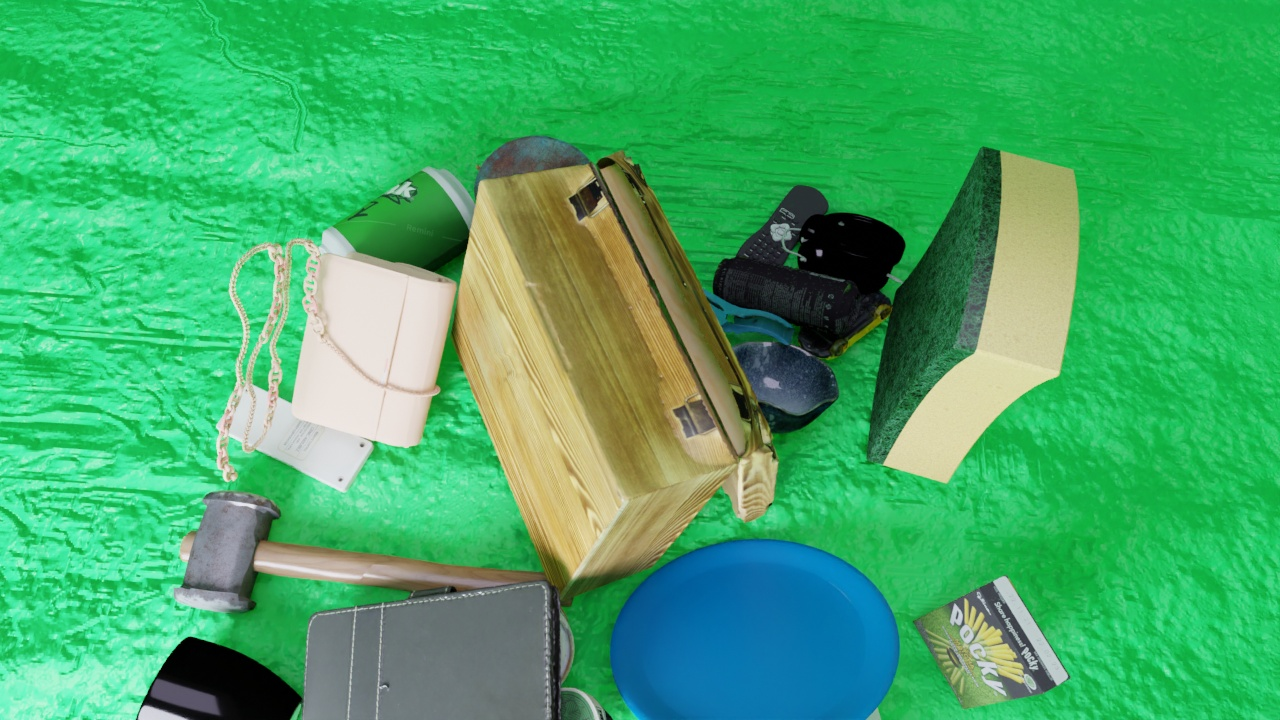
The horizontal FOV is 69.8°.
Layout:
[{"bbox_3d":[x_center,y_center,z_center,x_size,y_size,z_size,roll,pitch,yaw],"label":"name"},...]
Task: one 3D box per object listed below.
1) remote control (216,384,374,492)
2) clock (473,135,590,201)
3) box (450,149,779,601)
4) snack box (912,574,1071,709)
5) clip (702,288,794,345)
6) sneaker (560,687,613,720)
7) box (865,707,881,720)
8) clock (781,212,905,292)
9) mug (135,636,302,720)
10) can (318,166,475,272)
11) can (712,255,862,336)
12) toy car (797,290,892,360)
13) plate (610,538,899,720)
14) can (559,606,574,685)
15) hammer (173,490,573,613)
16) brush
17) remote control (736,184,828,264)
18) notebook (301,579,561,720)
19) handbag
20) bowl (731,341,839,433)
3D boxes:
[{"bbox_3d":[-0.314,0.070,0.835,0.136,0.011,0.050,24,66,8],"label":"remote control"},{"bbox_3d":[-0.097,-0.149,0.914,0.121,0.073,0.157,-20,69,-12],"label":"clock"},{"bbox_3d":[-0.002,0.001,0.752,0.220,0.259,0.279,-14,65,-23],"label":"box"},{"bbox_3d":[0.270,0.225,0.722,0.025,0.148,0.080,-22,69,-13],"label":"snack box"},{"bbox_3d":[0.093,-0.034,0.861,0.119,0.033,0.120,0,37,-6],"label":"clip"},{"bbox_3d":[-0.129,0.319,0.706,0.235,0.079,0.084,-20,58,6],"label":"sneaker"},{"bbox_3d":[0.138,0.362,0.679,0.185,0.084,0.210,-7,71,-16],"label":"box"},{"bbox_3d":[0.200,-0.110,0.912,0.121,0.043,0.091,12,37,3],"label":"clock"},{"bbox_3d":[-0.325,0.285,0.707,0.100,0.085,0.119,22,95,-5],"label":"mug"},{"bbox_3d":[-0.229,-0.119,0.884,0.139,0.088,0.088,-38,73,-18],"label":"can"},{"bbox_3d":[0.140,-0.064,0.880,0.138,0.054,0.053,17,64,26],"label":"can"},{"bbox_3d":[0.199,-0.037,0.900,0.106,0.030,0.049,-35,56,-16],"label":"toy car"},{"bbox_3d":[0.088,0.225,0.725,0.224,0.024,0.224,-8,29,4],"label":"plate"},{"bbox_3d":[-0.097,0.231,0.743,0.086,0.043,0.086,1,87,-9],"label":"can"},{"bbox_3d":[-0.219,0.178,0.776,0.328,0.052,0.097,8,65,-3],"label":"hammer"},{"bbox_3d":[0.275,-0.031,0.783,0.075,0.251,0.194,16,62,4],"label":"brush"},{"bbox_3d":[0.151,-0.138,0.958,0.046,0.009,0.124,36,68,13],"label":"remote control"},{"bbox_3d":[-0.160,0.255,0.688,0.209,0.029,0.169,-10,61,11],"label":"notebook"},{"bbox_3d":[-0.243,0.010,0.757,0.116,0.187,0.199,17,102,7],"label":"handbag"},{"bbox_3d":[0.123,0.031,0.845,0.110,0.055,0.110,5,35,-4],"label":"bowl"}]
